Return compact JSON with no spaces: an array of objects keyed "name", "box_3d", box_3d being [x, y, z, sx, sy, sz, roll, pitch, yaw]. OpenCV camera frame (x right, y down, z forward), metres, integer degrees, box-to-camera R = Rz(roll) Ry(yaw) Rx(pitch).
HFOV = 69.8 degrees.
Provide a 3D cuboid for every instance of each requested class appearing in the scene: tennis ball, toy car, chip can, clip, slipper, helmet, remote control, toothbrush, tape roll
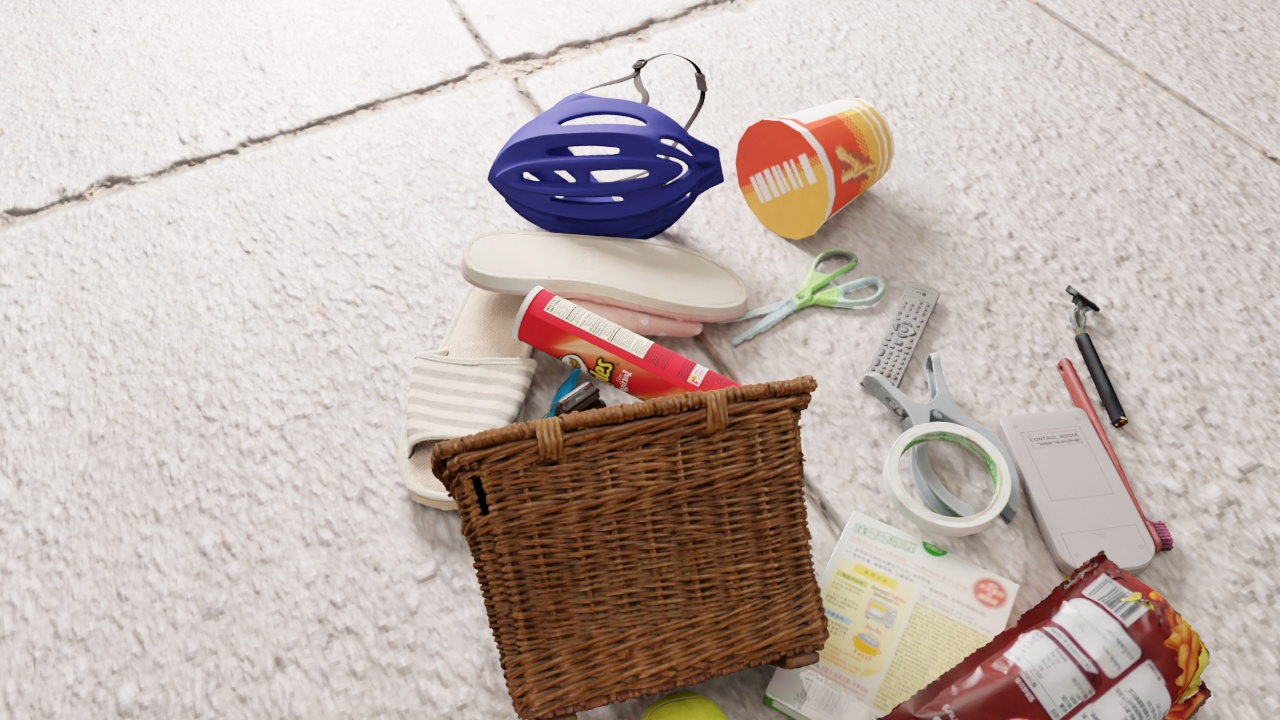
[{"name":"tennis ball","box_3d":[0.029,0.253,0.607,0.065,0.065,0.065,-2,51,2]},{"name":"toy car","box_3d":[-0.054,0.049,0.762,0.040,0.092,0.037,-34,69,-22]},{"name":"chip can","box_3d":[-0.005,0.004,0.793,0.215,0.052,0.051,26,56,8]},{"name":"clip","box_3d":[0.270,0.062,0.767,0.115,0.028,0.163,-17,57,-11]},{"name":"slipper","box_3d":[-0.146,0.010,0.829,0.114,0.054,0.271,0,49,9]},{"name":"helmet","box_3d":[-0.024,-0.223,0.945,0.242,0.148,0.227,9,53,23]},{"name":"remote control","box_3d":[0.347,0.105,0.736,0.074,0.019,0.150,-7,50,-1]},{"name":"remote control","box_3d":[0.242,-0.022,0.850,0.033,0.013,0.136,22,56,18]},{"name":"slipper","box_3d":[-0.035,-0.071,0.876,0.274,0.055,0.114,9,39,-2]},{"name":"toothbrush","box_3d":[0.390,0.073,0.761,0.016,0.016,0.189,-4,50,-5]},{"name":"tape roll","box_3d":[0.239,0.092,0.718,0.094,0.018,0.093,-1,56,1]}]

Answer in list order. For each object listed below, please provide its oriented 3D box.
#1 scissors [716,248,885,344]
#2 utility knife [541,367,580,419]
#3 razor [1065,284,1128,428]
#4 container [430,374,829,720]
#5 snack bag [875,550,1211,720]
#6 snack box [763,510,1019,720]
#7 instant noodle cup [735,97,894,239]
[{"name":"scissors","box_3d":[0.149,-0.063,0.893,0.175,0.032,0.092,-16,54,-14]},{"name":"utility knife","box_3d":[-0.079,0.051,0.808,0.015,0.031,0.185,36,50,-14]},{"name":"razor","box_3d":[0.406,-0.002,0.821,0.042,0.022,0.144,24,49,-28]},{"name":"container","box_3d":[-0.003,0.130,0.623,0.249,0.162,0.183,-9,78,-12]},{"name":"snack bag","box_3d":[0.275,0.231,0.600,0.207,0.067,0.139,-32,78,-21]},{"name":"snack box","box_3d":[0.183,0.204,0.661,0.132,0.027,0.167,23,56,20]},{"name":"instant noodle cup","box_3d":[0.185,-0.206,0.944,0.120,0.124,0.123,-30,55,-29]}]
